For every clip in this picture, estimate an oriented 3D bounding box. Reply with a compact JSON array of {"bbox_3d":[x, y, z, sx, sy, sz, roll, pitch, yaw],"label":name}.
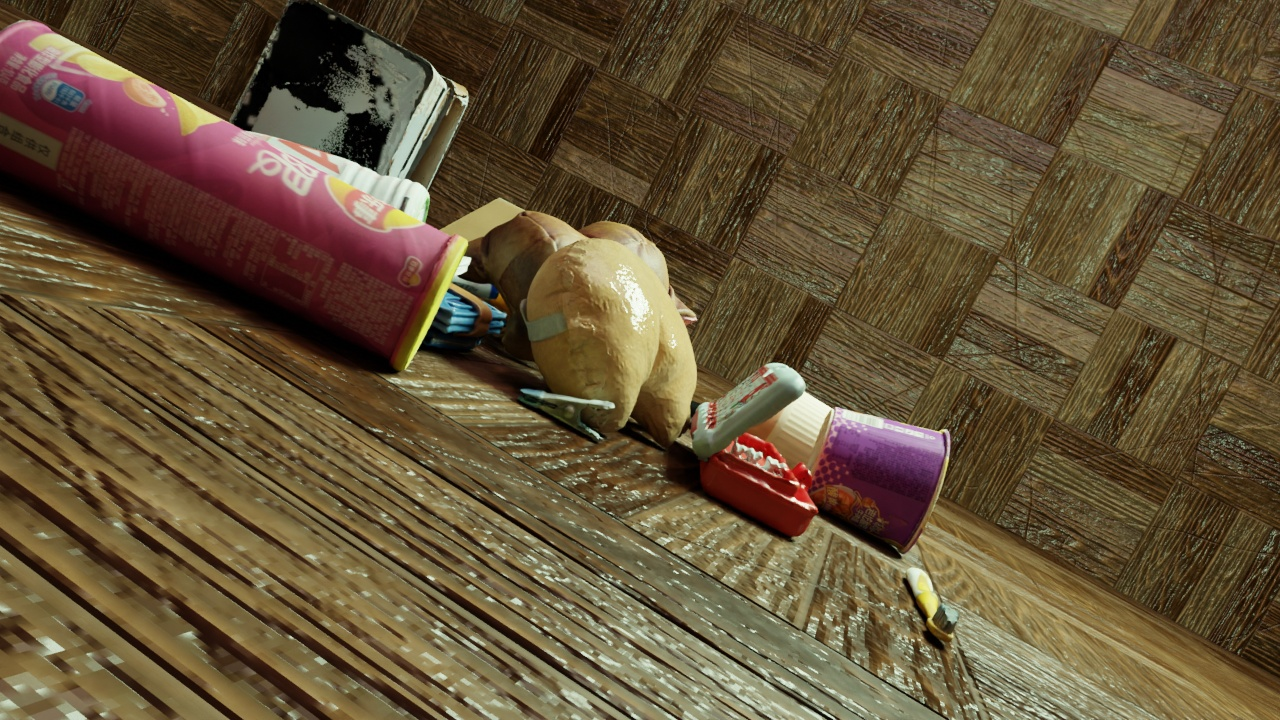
[{"bbox_3d":[-0.044,0.026,0.539,0.057,0.028,0.024,18,1,5],"label":"clip"}]

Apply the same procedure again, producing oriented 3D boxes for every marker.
[{"bbox_3d":[-0.183,-0.073,0.745,0.145,0.017,0.017,14,10,-30],"label":"marker"}]

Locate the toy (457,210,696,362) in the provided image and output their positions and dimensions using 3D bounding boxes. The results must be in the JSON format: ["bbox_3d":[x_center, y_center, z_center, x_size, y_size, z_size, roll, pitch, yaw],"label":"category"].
[{"bbox_3d":[-0.049,-0.062,0.769,0.199,0.131,0.140,-16,66,-48],"label":"toy"}]

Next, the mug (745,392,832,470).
[{"bbox_3d":[0.148,0.070,0.912,0.106,0.081,0.114,30,2,5],"label":"mug"}]

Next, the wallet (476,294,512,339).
[{"bbox_3d":[-0.112,-0.039,0.847,0.119,0.035,0.130,33,6,37],"label":"wallet"}]

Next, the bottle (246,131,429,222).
[{"bbox_3d":[-0.260,-0.128,0.676,0.197,0.068,0.068,18,5,-9],"label":"bottle"}]

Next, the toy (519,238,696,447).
[{"bbox_3d":[-0.004,-0.007,0.656,0.083,0.143,0.226,-11,-16,21],"label":"toy"}]

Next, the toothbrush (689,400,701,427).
[{"bbox_3d":[0.066,0.057,0.907,0.212,0.027,0.026,21,48,-64],"label":"toothbrush"}]

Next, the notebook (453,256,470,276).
[{"bbox_3d":[-0.216,-0.087,0.578,0.209,0.012,0.150,16,6,-7],"label":"notebook"}]

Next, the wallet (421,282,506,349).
[{"bbox_3d":[-0.148,-0.040,0.585,0.106,0.040,0.133,24,4,4],"label":"wallet"}]

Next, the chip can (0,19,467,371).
[{"bbox_3d":[-0.190,-0.073,0.425,0.210,0.071,0.071,27,4,-10],"label":"chip can"}]

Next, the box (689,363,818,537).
[{"bbox_3d":[0.085,0.044,0.642,0.095,0.099,0.201,27,4,2],"label":"box"}]

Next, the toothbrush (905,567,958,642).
[{"bbox_3d":[0.177,0.143,0.561,0.016,0.018,0.191,31,4,13],"label":"toothbrush"}]

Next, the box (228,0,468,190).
[{"bbox_3d":[-0.246,-0.189,0.801,0.150,0.182,0.168,28,3,-6],"label":"box"}]

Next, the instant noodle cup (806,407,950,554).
[{"bbox_3d":[0.194,0.095,0.776,0.099,0.111,0.111,19,2,8],"label":"instant noodle cup"}]

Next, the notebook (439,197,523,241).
[{"bbox_3d":[-0.162,-0.125,1.052,0.208,0.147,0.008,31,-35,40],"label":"notebook"}]
